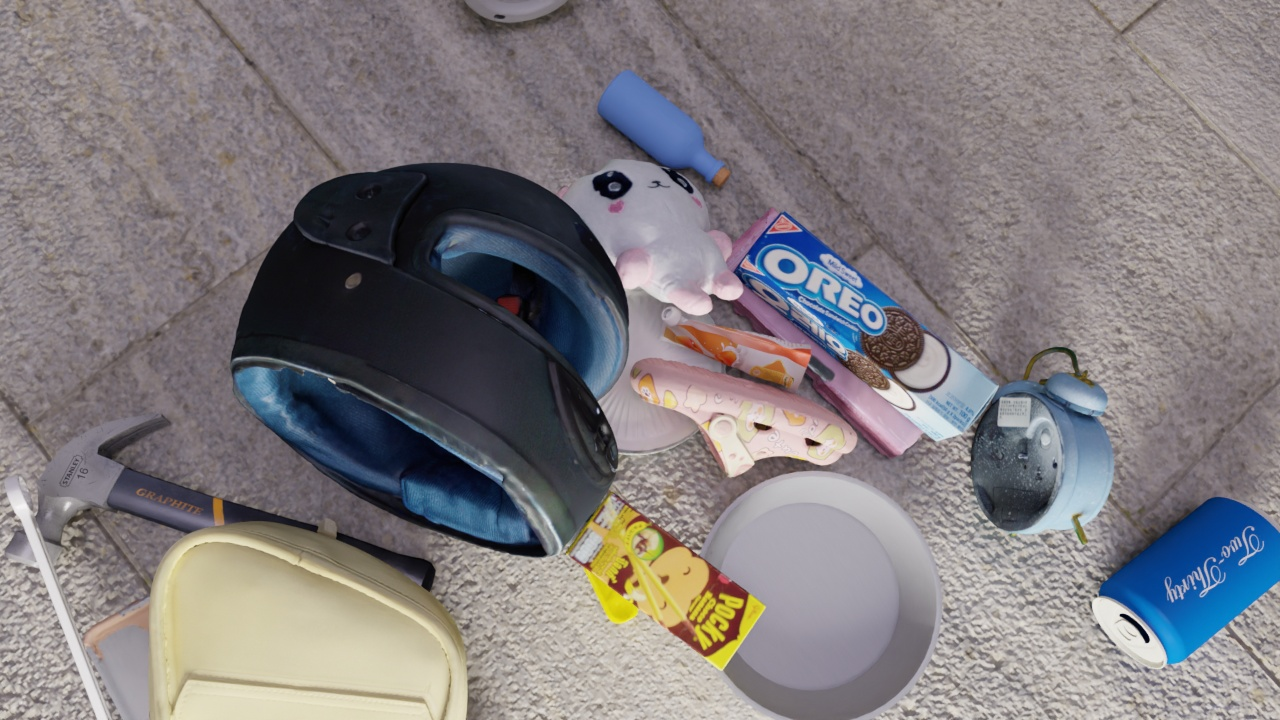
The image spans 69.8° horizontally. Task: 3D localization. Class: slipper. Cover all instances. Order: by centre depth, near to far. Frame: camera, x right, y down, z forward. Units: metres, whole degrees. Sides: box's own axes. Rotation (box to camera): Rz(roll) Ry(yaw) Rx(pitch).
[{"bbox_3d":[0.079,0.056,0.744,0.197,0.093,0.081,17,95,-14],"label":"slipper"}]

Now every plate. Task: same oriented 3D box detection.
[{"bbox_3d":[-0.005,0.005,0.793,0.157,0.014,0.157,1,78,-4],"label":"plate"}]

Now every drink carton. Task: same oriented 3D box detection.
[{"bbox_3d":[0.074,-0.012,0.756,0.122,0.069,0.038,17,72,3],"label":"drink carton"}]

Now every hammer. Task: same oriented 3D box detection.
[{"bbox_3d":[-0.319,0.141,0.732,0.312,0.035,0.139,19,69,-2],"label":"hammer"}]

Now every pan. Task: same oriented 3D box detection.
[{"bbox_3d":[0.067,0.172,0.746,0.356,0.051,0.200,14,78,1],"label":"pan"}]

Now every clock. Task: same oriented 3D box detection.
[{"bbox_3d":[0.328,0.068,0.752,0.060,0.118,0.162,8,85,-14],"label":"clock"}]

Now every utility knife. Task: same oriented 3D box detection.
[{"bbox_3d":[-0.059,0.119,0.764,0.028,0.020,0.213,-26,83,-11],"label":"utility knife"}]

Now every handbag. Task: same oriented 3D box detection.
[{"bbox_3d":[-0.235,0.217,0.669,0.232,0.089,0.190,14,83,-11],"label":"handbag"}]

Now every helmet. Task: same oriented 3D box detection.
[{"bbox_3d":[-0.124,-0.021,0.654,0.317,0.249,0.235,11,54,36],"label":"helmet"}]

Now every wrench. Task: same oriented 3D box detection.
[{"bbox_3d":[-0.416,0.214,0.678,0.009,0.047,0.273,-20,96,-25],"label":"wrench"}]

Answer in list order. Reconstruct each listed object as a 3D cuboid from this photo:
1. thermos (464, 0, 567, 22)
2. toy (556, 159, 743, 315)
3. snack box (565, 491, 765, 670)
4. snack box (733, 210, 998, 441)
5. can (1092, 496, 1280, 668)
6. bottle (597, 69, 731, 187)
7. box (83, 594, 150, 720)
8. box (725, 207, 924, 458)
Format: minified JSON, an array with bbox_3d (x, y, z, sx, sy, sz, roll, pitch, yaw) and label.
[{"bbox_3d":[-0.132,-0.430,0.822,0.131,0.132,0.221,-15,73,-7],"label":"thermos"},{"bbox_3d":[0.010,-0.096,0.749,0.138,0.102,0.179,-14,43,-34],"label":"toy"},{"bbox_3d":[0.019,0.169,0.710,0.149,0.026,0.061,36,80,2],"label":"snack box"},{"bbox_3d":[0.182,-0.026,0.755,0.226,0.059,0.059,41,79,4],"label":"snack box"},{"bbox_3d":[0.454,0.181,0.755,0.146,0.079,0.079,-34,83,-9],"label":"can"},{"bbox_3d":[0.025,-0.201,0.819,0.131,0.048,0.048,39,79,4],"label":"bottle"},{"bbox_3d":[-0.331,0.278,0.686,0.081,0.063,0.216,-28,81,-25],"label":"box"},{"bbox_3d":[0.167,-0.025,0.802,0.233,0.037,0.098,43,74,5],"label":"box"}]
